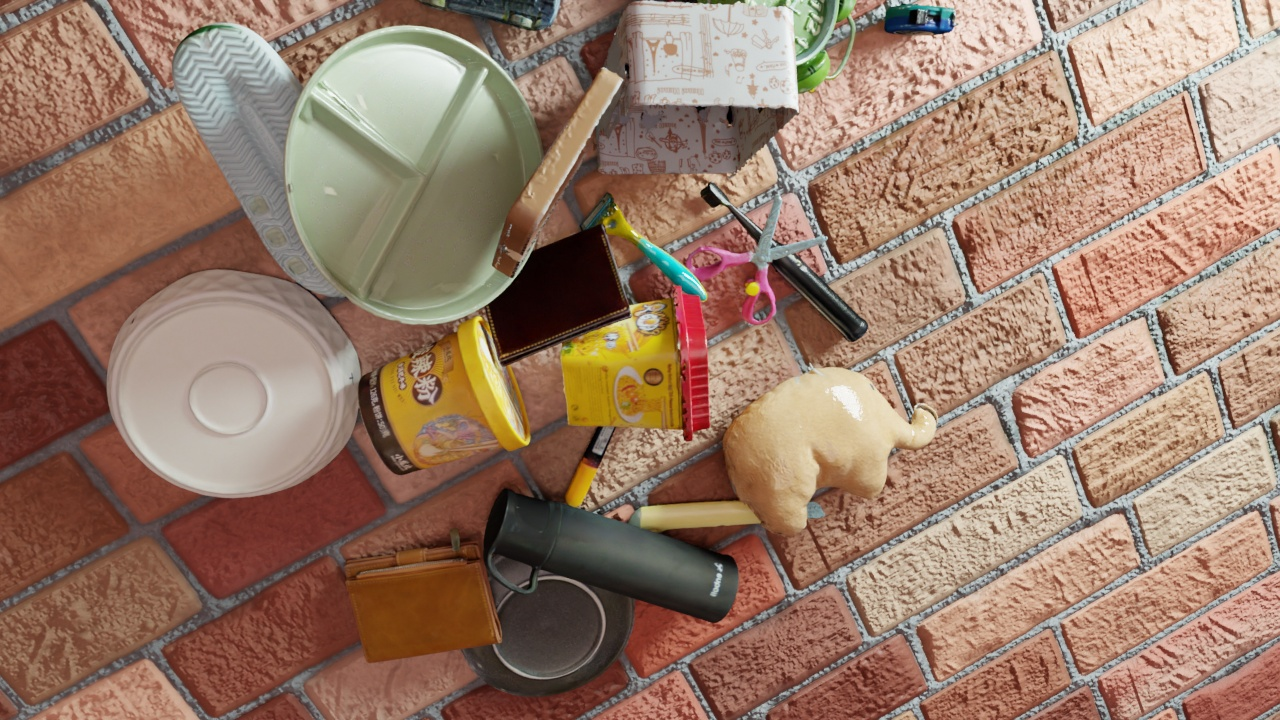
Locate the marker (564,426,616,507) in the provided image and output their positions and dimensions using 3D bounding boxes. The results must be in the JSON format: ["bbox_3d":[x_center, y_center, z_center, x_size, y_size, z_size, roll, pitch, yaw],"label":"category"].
[{"bbox_3d":[-0.041,0.083,0.877,0.018,0.015,0.124,23,96,-19],"label":"marker"}]

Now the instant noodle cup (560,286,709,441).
[{"bbox_3d":[-0.005,0.005,0.811,0.123,0.116,0.116,-4,122,1],"label":"instant noodle cup"}]

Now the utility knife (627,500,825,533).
[{"bbox_3d":[0.088,0.156,0.922,0.208,0.021,0.031,0,108,-5],"label":"utility knife"}]

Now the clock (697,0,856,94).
[{"bbox_3d":[0.123,-0.294,0.776,0.161,0.056,0.116,17,98,-36],"label":"clock"}]

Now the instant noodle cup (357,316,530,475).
[{"bbox_3d":[-0.169,0.036,0.788,0.114,0.118,0.118,-20,108,3],"label":"instant noodle cup"}]

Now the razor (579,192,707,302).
[{"bbox_3d":[0.009,-0.096,0.831,0.132,0.028,0.043,36,109,-14],"label":"razor"}]

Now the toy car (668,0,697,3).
[{"bbox_3d":[0.046,-0.309,0.780,0.049,0.031,0.106,-36,121,-5],"label":"toy car"}]

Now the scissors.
[{"bbox_3d":[0.102,-0.093,0.843,0.131,0.017,0.134,12,123,0],"label":"scissors"}]

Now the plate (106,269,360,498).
[{"bbox_3d":[-0.346,0.027,0.780,0.204,0.045,0.205,-3,106,-11],"label":"plate"}]

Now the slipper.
[{"bbox_3d":[-0.272,-0.151,0.730,0.104,0.074,0.245,-28,126,1],"label":"slipper"}]

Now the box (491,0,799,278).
[{"bbox_3d":[-0.011,-0.175,0.711,0.271,0.179,0.132,-32,92,-13],"label":"box"}]

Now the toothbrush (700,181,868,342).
[{"bbox_3d":[0.135,-0.092,0.863,0.212,0.027,0.026,40,49,-18],"label":"toothbrush"}]

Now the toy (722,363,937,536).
[{"bbox_3d":[0.188,0.072,0.889,0.226,0.082,0.143,-23,99,-10],"label":"toy"}]

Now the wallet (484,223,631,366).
[{"bbox_3d":[-0.076,-0.057,0.789,0.122,0.020,0.096,-21,66,7],"label":"wallet"}]

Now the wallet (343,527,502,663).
[{"bbox_3d":[-0.205,0.223,0.861,0.131,0.035,0.119,-9,102,3],"label":"wallet"}]

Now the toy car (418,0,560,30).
[{"bbox_3d":[-0.124,-0.304,0.744,0.120,0.036,0.054,11,103,-5],"label":"toy car"}]

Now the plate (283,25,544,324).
[{"bbox_3d":[-0.173,-0.144,0.729,0.229,0.027,0.230,-10,105,-41],"label":"plate"}]

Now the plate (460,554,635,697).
[{"bbox_3d":[-0.091,0.260,0.909,0.179,0.024,0.179,-3,106,-11],"label":"plate"}]

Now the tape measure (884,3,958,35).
[{"bbox_3d":[0.245,-0.303,0.812,0.054,0.058,0.025,2,104,-9],"label":"tape measure"}]

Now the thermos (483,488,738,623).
[{"bbox_3d":[-0.029,0.197,0.874,0.242,0.069,0.089,20,74,-18],"label":"thermos"}]
